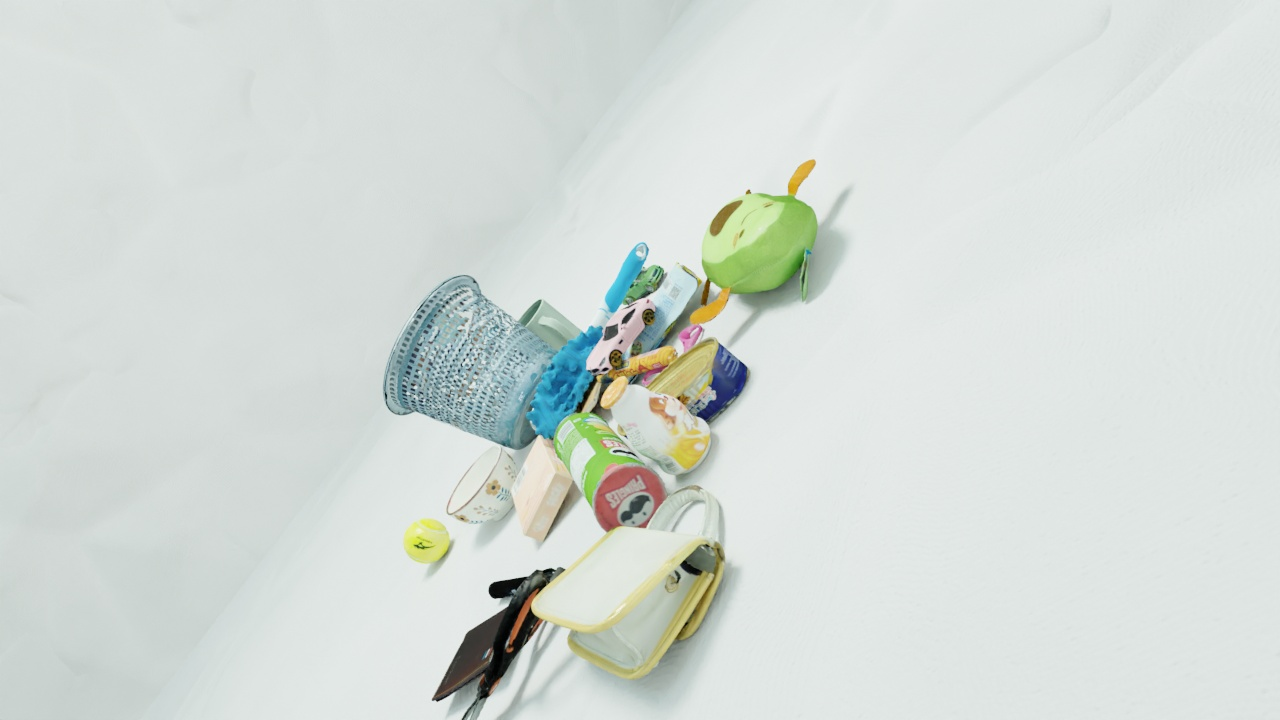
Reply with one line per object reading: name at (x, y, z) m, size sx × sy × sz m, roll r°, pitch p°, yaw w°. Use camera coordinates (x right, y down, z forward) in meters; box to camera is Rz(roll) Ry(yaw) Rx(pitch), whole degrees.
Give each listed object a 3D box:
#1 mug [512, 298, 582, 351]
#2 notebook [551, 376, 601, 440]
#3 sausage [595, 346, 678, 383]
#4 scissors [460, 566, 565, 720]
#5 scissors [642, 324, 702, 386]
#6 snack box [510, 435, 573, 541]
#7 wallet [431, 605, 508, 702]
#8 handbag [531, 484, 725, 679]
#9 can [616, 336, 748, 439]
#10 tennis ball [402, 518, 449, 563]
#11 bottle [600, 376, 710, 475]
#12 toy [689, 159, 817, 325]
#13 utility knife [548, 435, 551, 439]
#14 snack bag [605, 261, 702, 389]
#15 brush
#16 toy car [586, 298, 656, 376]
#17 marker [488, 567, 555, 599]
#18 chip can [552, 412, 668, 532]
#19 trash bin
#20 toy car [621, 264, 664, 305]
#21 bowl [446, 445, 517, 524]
mug at (-0.132, -0.034, 1.411) m, size 0.082 × 0.106 × 0.112 m, roll -57°, pitch 18°, yaw -21°
notebook at (-0.081, 0.043, 1.252) m, size 0.148 × 0.008 × 0.207 m, roll -54°, pitch 13°, yaw 32°
sausage at (-0.007, 0.006, 1.098) m, size 0.166 × 0.021 × 0.021 m, roll -18°, pitch 36°, yaw 53°
scissors at (-0.124, 0.279, 0.850) m, size 0.221 × 0.022 × 0.221 m, roll -44°, pitch -22°, yaw -56°
scissors at (0.053, -0.004, 1.058) m, size 0.134 × 0.017 × 0.128 m, roll -18°, pitch 34°, yaw 52°
snack box at (-0.122, 0.153, 1.121) m, size 0.084 × 0.026 × 0.157 m, roll -63°, pitch 18°, yaw 5°
wallet at (-0.163, 0.300, 0.954) m, size 0.123 × 0.020 × 0.096 m, roll -40°, pitch 11°, yaw 37°
handbag at (0.011, 0.172, 0.756) m, size 0.178 × 0.063 × 0.164 m, roll -42°, pitch 13°, yaw -25°
can at (0.042, 0.040, 0.935) m, size 0.148 × 0.049 × 0.074 m, roll -41°, pitch 19°, yaw 27°
tennis ball at (-0.309, 0.261, 1.326) m, size 0.066 × 0.065 × 0.065 m, roll -44°, pitch 19°, yaw 19°
bottle at (0.014, 0.060, 0.867) m, size 0.063 × 0.108 × 0.063 m, roll -44°, pitch 20°, yaw 21°
toy at (0.124, -0.129, 1.009) m, size 0.227 × 0.090 × 0.247 m, roll -58°, pitch 15°, yaw -3°
utility knife at (-0.106, 0.052, 1.276) m, size 0.029 × 0.013 × 0.209 m, roll -48°, pitch 20°, yaw 56°
snack bag at (0.010, -0.036, 1.178) m, size 0.191 × 0.039 × 0.110 m, roll -56°, pitch 25°, yaw 9°
brush at (-0.062, -0.037, 1.215) m, size 0.314 × 0.060 × 0.109 m, roll -60°, pitch 5°, yaw -10°
toy car at (-0.027, -0.031, 1.130) m, size 0.122 × 0.037 × 0.056 m, roll -53°, pitch 19°, yaw -25°
marker at (-0.129, 0.243, 0.995) m, size 0.132 × 0.020 × 0.022 m, roll -27°, pitch 46°, yaw 51°
chip can at (-0.038, 0.110, 0.951) m, size 0.072 × 0.072 × 0.236 m, roll -51°, pitch 17°, yaw -2°
trash bin at (-0.218, 0.020, 1.306) m, size 0.226 × 0.195 × 0.227 m, roll -58°, pitch -13°, yaw -21°
toy car at (-0.001, -0.115, 1.377) m, size 0.091 × 0.036 × 0.043 m, roll -27°, pitch 28°, yaw 44°
bowl at (-0.204, 0.177, 1.242) m, size 0.114 × 0.062 × 0.113 m, roll -43°, pitch 20°, yaw 20°
